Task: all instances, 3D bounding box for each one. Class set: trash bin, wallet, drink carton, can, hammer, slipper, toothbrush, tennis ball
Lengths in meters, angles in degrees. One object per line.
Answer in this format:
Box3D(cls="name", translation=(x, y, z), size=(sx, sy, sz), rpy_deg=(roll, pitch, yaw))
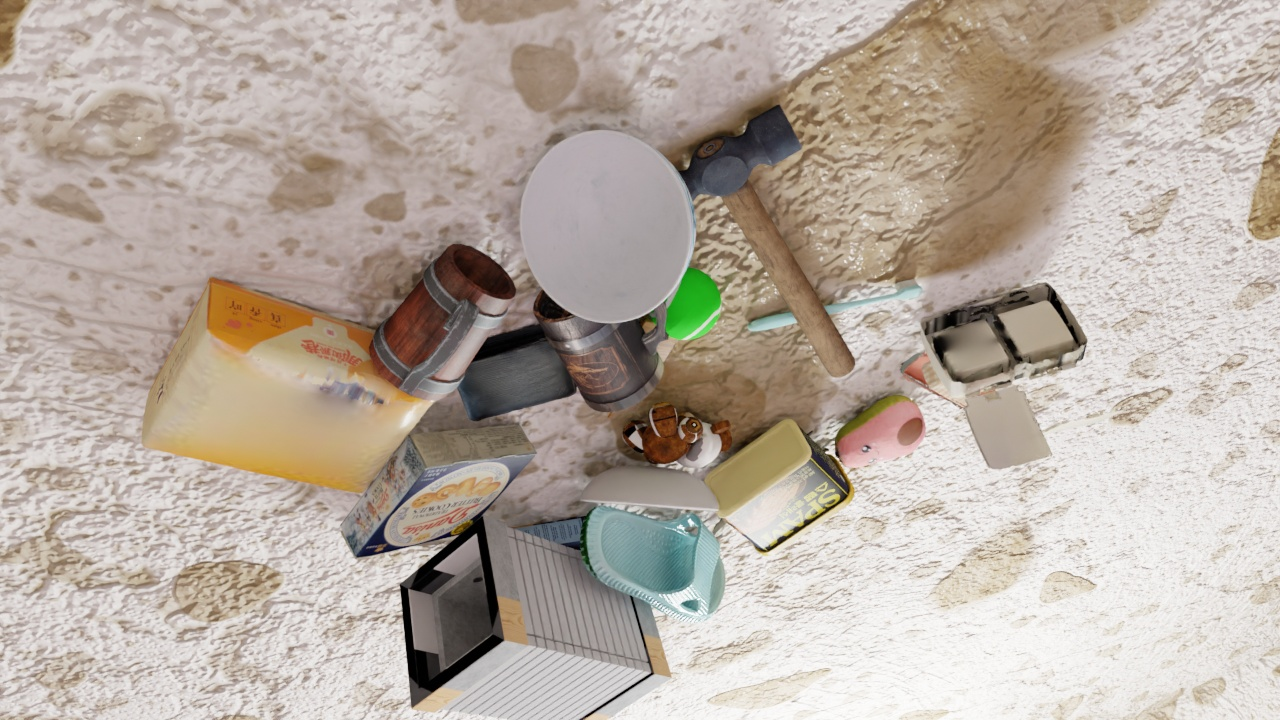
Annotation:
Box3D(cls="trash bin", translation=(-0.113, 0.297, 1.006), size=(0.143, 0.142, 0.246), rpy_deg=(-40, 135, 22))
Box3D(cls="wallet", translation=(-0.116, 0.013, 0.859), size=(0.115, 0.026, 0.089), rpy_deg=(-16, 139, -4))
Box3D(cls="drink carton", translation=(-0.099, 0.219, 1.068), size=(0.130, 0.040, 0.064), rpy_deg=(-7, 138, -14))
Box3D(cls="can", translation=(0.155, 0.144, 1.042), size=(0.135, 0.075, 0.104), rpy_deg=(-38, 130, 13))
Box3D(cls="hammer", translation=(0.131, -0.079, 0.838), size=(0.129, 0.040, 0.322), rpy_deg=(-27, 135, 14))
Box3D(cls="slipper", translation=(0.035, 0.235, 1.069), size=(0.070, 0.115, 0.276), rpy_deg=(-16, 148, 35))
Box3D(cls="toothbrush", translation=(0.193, -0.054, 0.914), size=(0.180, 0.016, 0.016), rpy_deg=(-13, 139, -5))
Box3D(cls="tennis ball", translation=(0.040, -0.051, 0.821), size=(0.065, 0.065, 0.065), rpy_deg=(-10, 137, -10))

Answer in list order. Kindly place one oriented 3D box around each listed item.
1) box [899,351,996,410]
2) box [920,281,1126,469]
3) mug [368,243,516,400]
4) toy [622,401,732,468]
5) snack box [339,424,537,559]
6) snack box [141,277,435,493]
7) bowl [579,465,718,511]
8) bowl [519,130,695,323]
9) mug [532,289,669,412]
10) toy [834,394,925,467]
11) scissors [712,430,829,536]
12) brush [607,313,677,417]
Box3D(cls="box", translation=(0.370, 0.040, 1.049), size=(0.187, 0.056, 0.067), rpy_deg=(23, 155, -35))
Box3D(cls="box", translation=(0.382, 0.019, 0.934), size=(0.143, 0.180, 0.080), rpy_deg=(-16, 139, 6))
Box3D(cls="mug", translation=(-0.160, -0.024, 0.742), size=(0.081, 0.117, 0.111), rpy_deg=(32, 115, -20))
Box3D(cls="toy", translation=(0.046, 0.082, 0.969), size=(0.112, 0.067, 0.087), rpy_deg=(-3, 156, -41))
Box3D(cls="snack box", translation=(-0.196, 0.125, 0.897), size=(0.144, 0.042, 0.145), rpy_deg=(-2, 140, -53))
Box3D(cls="snack box", translation=(-0.292, 0.034, 0.774), size=(0.195, 0.080, 0.145), rpy_deg=(20, 124, -36))
Box3D(cls="bowl", translation=(0.011, 0.136, 0.989), size=(0.149, 0.043, 0.149), rpy_deg=(4, 171, 1))
Box3D(cls="bowl", translation=(-0.014, -0.107, 0.721), size=(0.144, 0.144, 0.074), rpy_deg=(-47, 171, 27))
Box3D(cls="mug", translation=(-0.021, -0.023, 0.799), size=(0.116, 0.079, 0.107), rpy_deg=(-12, 130, 22))
Box3D(cls="toy", translation=(0.275, 0.087, 1.061), size=(0.110, 0.051, 0.090), rpy_deg=(-27, 136, 8))
Box3D(cls="scissors", translation=(0.127, 0.152, 1.101), size=(0.198, 0.015, 0.180), rpy_deg=(-7, 135, -15))
Box3D(cls="brush", translation=(-0.006, 0.005, 0.898), size=(0.048, 0.017, 0.127), rpy_deg=(9, 130, -28))
